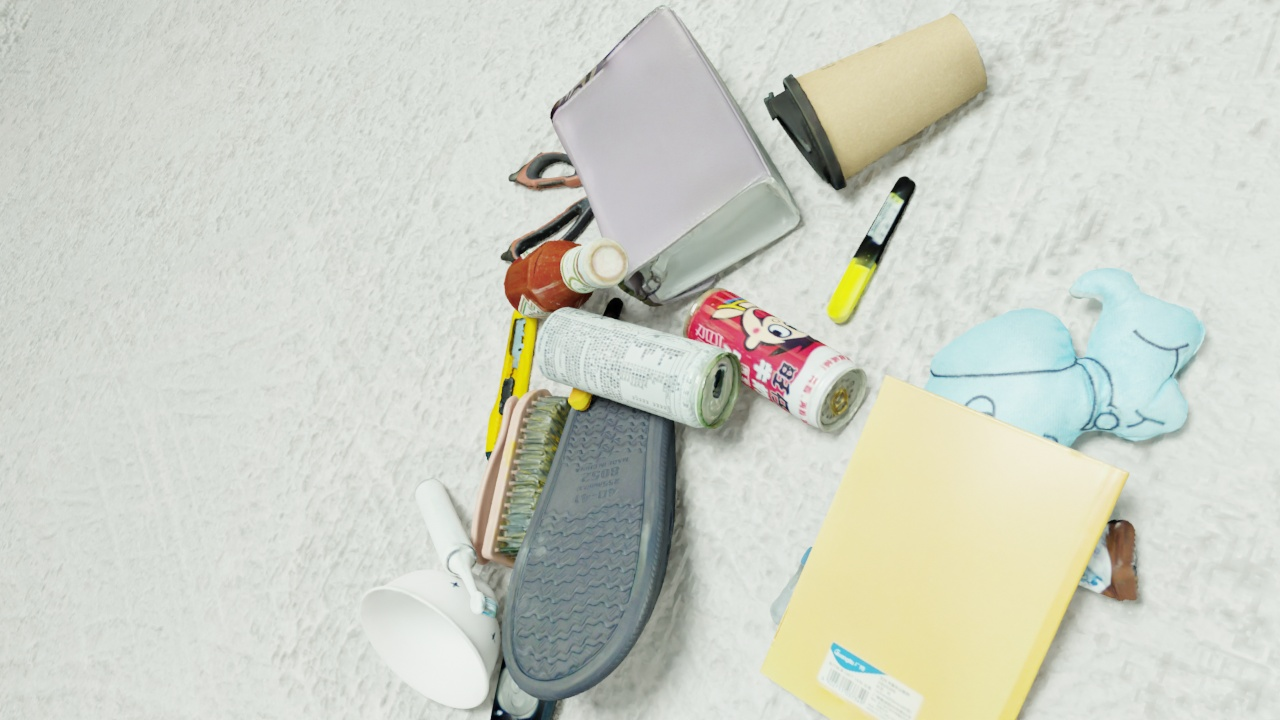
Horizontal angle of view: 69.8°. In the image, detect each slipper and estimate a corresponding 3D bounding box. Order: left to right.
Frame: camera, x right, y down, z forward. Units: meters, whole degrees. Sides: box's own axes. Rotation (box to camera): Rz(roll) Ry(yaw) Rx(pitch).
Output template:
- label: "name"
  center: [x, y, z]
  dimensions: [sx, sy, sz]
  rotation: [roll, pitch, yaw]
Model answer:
- label: "slipper"
  center: [-0.015, 0.120, 0.657]
  dimensions: [0.111, 0.083, 0.267]
  rotation: [-15, 42, 26]

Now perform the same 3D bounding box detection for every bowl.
- label: "bowl"
  center: [-0.147, 0.198, 0.699]
  dimensions: [0.118, 0.118, 0.064]
  rotation: [0, 29, 33]

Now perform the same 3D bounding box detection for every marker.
- label: "marker"
  center: [-0.034, -0.008, 0.740]
  dimensions: [0.018, 0.015, 0.123]
  rotation: [-13, 40, 29]
- label: "marker"
  center: [0.169, -0.081, 0.668]
  dimensions: [0.018, 0.015, 0.124]
  rotation: [22, 78, 38]

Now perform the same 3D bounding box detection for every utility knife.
- label: "utility knife"
  center: [-0.113, 0.012, 0.806]
  dimensions: [0.033, 0.015, 0.177]
  rotation: [-7, 64, 28]

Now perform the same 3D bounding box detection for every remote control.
- label: "remote control"
  center: [-0.078, 0.224, 0.675]
  dimensions: [0.053, 0.024, 0.136]
  rotation: [1, 70, 32]

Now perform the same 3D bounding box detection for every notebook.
- label: "notebook"
  center: [0.167, 0.128, 0.535]
  dimensions: [0.146, 0.010, 0.206]
  rotation: [25, 96, 35]

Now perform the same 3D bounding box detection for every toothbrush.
- label: "toothbrush"
  center: [-0.143, 0.140, 0.700]
  dimensions: [0.027, 0.026, 0.221]
  rotation: [-61, 26, 2]

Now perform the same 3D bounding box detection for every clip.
- label: "clip"
  center: [0.106, 0.150, 0.595]
  dimensions: [0.058, 0.044, 0.027]
  rotation: [-50, 52, 9]

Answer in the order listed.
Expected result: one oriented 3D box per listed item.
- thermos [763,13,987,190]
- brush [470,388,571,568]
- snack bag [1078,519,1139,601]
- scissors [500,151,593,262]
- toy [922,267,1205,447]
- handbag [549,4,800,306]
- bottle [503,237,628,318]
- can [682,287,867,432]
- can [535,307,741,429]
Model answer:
- label: "thermos"
  center: [0.172, -0.191, 0.674]
  dimensions: [0.143, 0.093, 0.093]
  rotation: [-27, 55, 12]
- label: "brush"
  center: [-0.091, 0.090, 0.724]
  dimensions: [0.073, 0.063, 0.145]
  rotation: [-7, 64, 31]
- label: "snack bag"
  center: [0.227, 0.111, 0.528]
  dimensions: [0.105, 0.026, 0.045]
  rotation: [-2, 64, 30]
- label: "scissors"
  center: [-0.047, -0.161, 0.845]
  dimensions: [0.225, 0.015, 0.189]
  rotation: [21, 81, 38]
- label: "toy"
  center: [0.239, 0.015, 0.550]
  dimensions: [0.156, 0.050, 0.161]
  rotation: [12, 79, 28]
- label: "handbag"
  center: [0.021, -0.159, 0.739]
  dimensions: [0.145, 0.098, 0.197]
  rotation: [-31, 62, 14]
- label: "bottle"
  center: [-0.059, -0.066, 0.720]
  dimensions: [0.059, 0.059, 0.206]
  rotation: [-65, 19, -9]
- label: "can"
  center: [0.093, -0.002, 0.652]
  dimensions: [0.133, 0.053, 0.053]
  rotation: [35, 89, 39]
- label: "can"
  center: [-0.004, 0.004, 0.660]
  dimensions: [0.147, 0.058, 0.058]
  rotation: [16, 77, 32]
